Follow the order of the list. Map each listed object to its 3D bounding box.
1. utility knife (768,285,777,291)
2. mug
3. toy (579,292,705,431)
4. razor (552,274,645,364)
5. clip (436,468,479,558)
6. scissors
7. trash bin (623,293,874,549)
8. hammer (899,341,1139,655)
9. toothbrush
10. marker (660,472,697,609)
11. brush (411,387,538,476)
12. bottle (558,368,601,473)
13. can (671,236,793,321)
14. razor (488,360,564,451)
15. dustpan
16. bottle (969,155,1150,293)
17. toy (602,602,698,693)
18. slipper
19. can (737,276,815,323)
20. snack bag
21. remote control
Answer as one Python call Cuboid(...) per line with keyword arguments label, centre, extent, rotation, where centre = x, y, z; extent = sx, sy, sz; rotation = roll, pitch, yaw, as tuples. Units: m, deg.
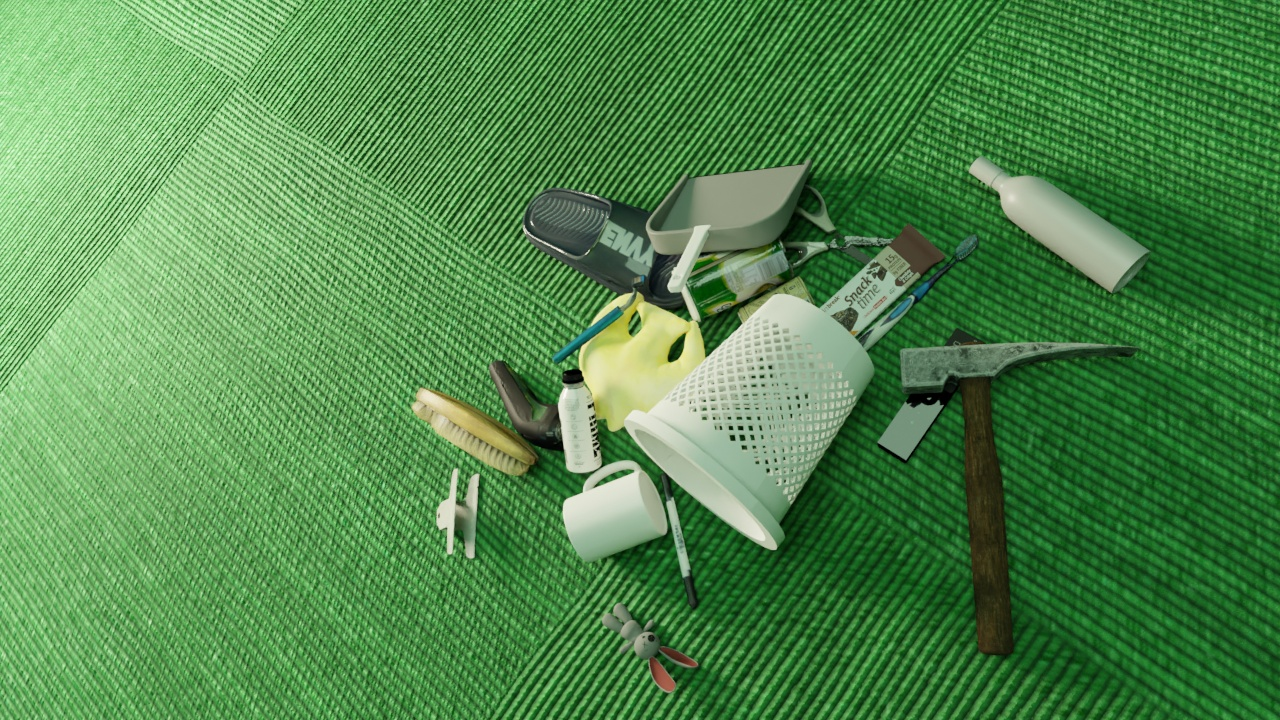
Cuboid(label="utility knife", centre=(0.099, -0.133, 1.084), extent=(0.022, 0.015, 0.179), rotation=(-43, 62, 3))
Cuboid(label="mug", centre=(-0.029, 0.157, 1.009), extent=(0.090, 0.074, 0.110), rotation=(-23, 40, 12))
Cuboid(label="toy", centre=(-0.006, 0.006, 1.048), extent=(0.170, 0.064, 0.155), rotation=(31, 95, 34))
Cuboid(label="razor", centre=(-0.045, -0.044, 1.052), extent=(0.144, 0.042, 0.022), rotation=(-42, 100, 12))
Cuboid(label="clip", centre=(-0.220, 0.182, 1.090), extent=(0.052, 0.058, 0.102), rotation=(2, 70, -4))
Cuboid(label="scissors", centre=(0.208, -0.138, 1.046), extent=(0.166, 0.012, 0.157), rotation=(-28, 71, 11))
Cuboid(label="trash bin", centre=(0.122, 0.050, 0.929), extent=(0.195, 0.195, 0.199), rotation=(35, 77, 27))
Cuboid(label="hammer", centre=(0.369, 0.126, 0.877), extent=(0.218, 0.037, 0.300), rotation=(-3, 75, 15))
Cuboid(label="toothbrush", centre=(0.292, -0.068, 0.987), extent=(0.189, 0.017, 0.016), rotation=(-43, 64, 2))
Cuboid(label="marker", centre=(0.042, 0.194, 0.997), extent=(0.011, 0.011, 0.152), rotation=(-19, 66, 14))
Cuboid(label="brush", centre=(-0.203, 0.084, 1.102), extent=(0.195, 0.059, 0.043), rotation=(27, 92, 28))
Cuboid(label="bottle", centre=(-0.070, 0.067, 1.035), extent=(0.041, 0.041, 0.116), rotation=(0, 106, 21))
Cuboid(label="can", centre=(0.102, -0.097, 1.022), extent=(0.121, 0.067, 0.067), rotation=(-25, 65, 2))
Cuboid(label="razor", centre=(-0.131, 0.049, 1.095), extent=(0.067, 0.054, 0.151), rotation=(-37, 56, -4))
Cuboid(label="dustpan", centre=(0.081, -0.151, 1.011), extent=(0.163, 0.033, 0.256), rotation=(-1, 43, 28))
Cuboid(label="bottle", centre=(0.422, -0.149, 0.945), extent=(0.052, 0.052, 0.195), rotation=(-44, 63, 2))
Cuboid(label="toy", centre=(0.007, 0.299, 0.963), extent=(0.112, 0.030, 0.049), rotation=(36, 58, 30))
Cuboid(label="slipper", centre=(-0.042, -0.154, 1.109), extent=(0.268, 0.083, 0.110), rotation=(26, 81, 26))
Cuboid(label="can", centre=(0.151, -0.059, 1.026), extent=(0.079, 0.038, 0.038), rotation=(-29, 64, 9))
Cuboid(label="snack bag", centre=(0.255, -0.079, 1.004), extent=(0.158, 0.013, 0.057), rotation=(-42, 71, 3))
Cuboid(label="remote control", centre=(0.302, 0.036, 0.950), extent=(0.034, 0.013, 0.150), rotation=(34, 86, 27))
